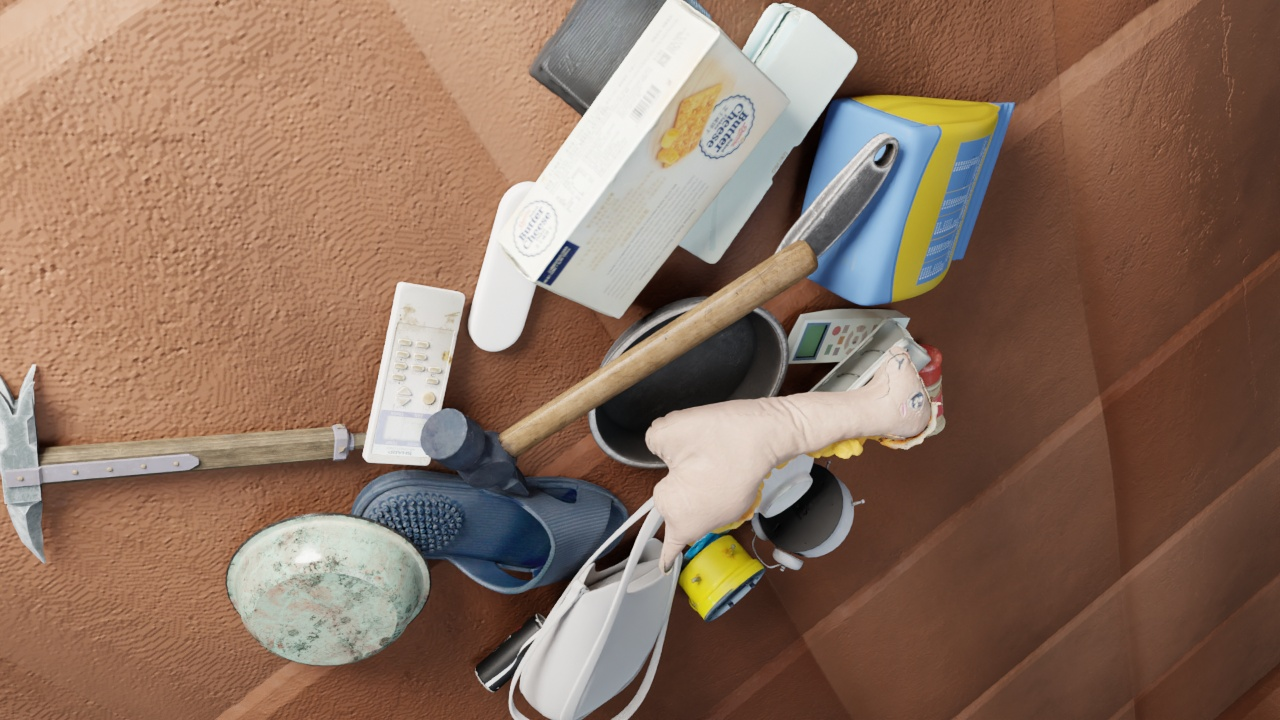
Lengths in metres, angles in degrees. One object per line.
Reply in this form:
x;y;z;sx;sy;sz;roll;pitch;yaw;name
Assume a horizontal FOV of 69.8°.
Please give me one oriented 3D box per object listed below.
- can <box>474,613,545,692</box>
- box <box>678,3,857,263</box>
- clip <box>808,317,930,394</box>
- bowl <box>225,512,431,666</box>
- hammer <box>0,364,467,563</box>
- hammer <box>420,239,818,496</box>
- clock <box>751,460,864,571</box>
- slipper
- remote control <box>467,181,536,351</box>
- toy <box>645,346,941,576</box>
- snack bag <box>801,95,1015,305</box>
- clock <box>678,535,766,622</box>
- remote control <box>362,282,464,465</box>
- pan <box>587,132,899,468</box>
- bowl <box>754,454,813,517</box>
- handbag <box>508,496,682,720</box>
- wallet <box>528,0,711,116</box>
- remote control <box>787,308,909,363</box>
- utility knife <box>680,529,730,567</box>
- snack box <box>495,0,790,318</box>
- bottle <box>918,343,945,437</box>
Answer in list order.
-0.122;0.285;0.897;0.080;0.031;0.031;-42;132;-1;can
0.082;-0.174;0.714;0.083;0.066;0.199;11;116;-55;box
0.221;0.018;0.897;0.126;0.096;0.152;-45;158;19;clip
-0.246;0.190;0.724;0.157;0.038;0.158;-5;125;-7;bowl
-0.274;0.068;0.666;0.316;0.028;0.147;-2;120;-30;hammer
-0.004;0.004;0.709;0.322;0.040;0.129;-33;148;6;hammer
0.166;0.164;0.954;0.123;0.094;0.035;-47;135;11;clock
-0.114;0.157;0.786;0.263;0.082;0.101;13;114;-36;slipper
-0.097;-0.069;0.693;0.043;0.013;0.137;4;117;-33;remote control
0.134;0.088;0.811;0.264;0.065;0.196;-5;112;-12;toy
0.245;-0.146;0.801;0.204;0.102;0.159;-14;126;-36;snack bag
0.085;0.231;0.962;0.083;0.057;0.119;-39;157;-10;clock
-0.168;0.012;0.682;0.050;0.011;0.136;8;100;-35;remote control
0.085;-0.042;0.760;0.187;0.055;0.358;15;120;-36;pan
0.124;0.109;0.884;0.118;0.062;0.118;-30;154;-17;bowl
-0.018;0.224;0.848;0.215;0.095;0.223;-2;118;-64;handbag
-0.012;-0.221;0.639;0.089;0.026;0.115;31;101;-39;wallet
0.200;-0.026;0.894;0.143;0.024;0.050;-2;124;-31;remote control
0.103;0.154;0.961;0.179;0.015;0.031;-50;143;4;utility knife
0.002;-0.135;0.652;0.208;0.057;0.104;-51;145;14;snack box
0.304;0.033;0.985;0.044;0.044;0.109;-30;131;-12;bottle
